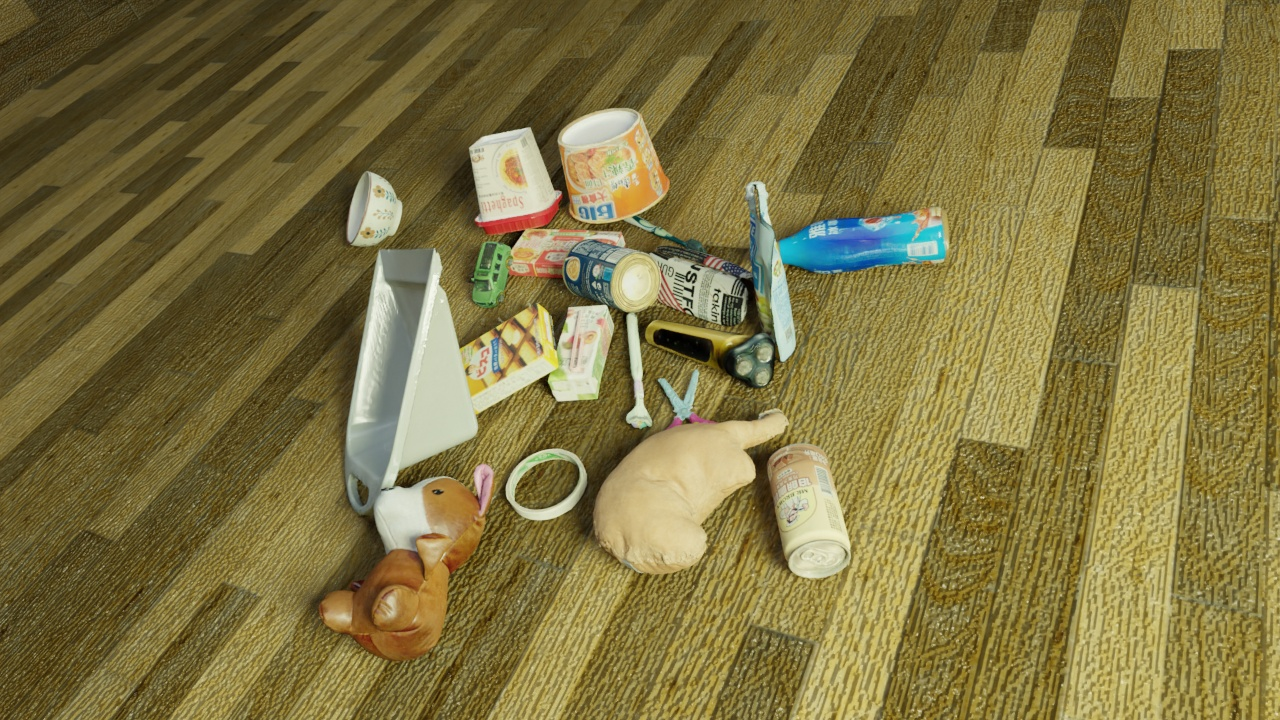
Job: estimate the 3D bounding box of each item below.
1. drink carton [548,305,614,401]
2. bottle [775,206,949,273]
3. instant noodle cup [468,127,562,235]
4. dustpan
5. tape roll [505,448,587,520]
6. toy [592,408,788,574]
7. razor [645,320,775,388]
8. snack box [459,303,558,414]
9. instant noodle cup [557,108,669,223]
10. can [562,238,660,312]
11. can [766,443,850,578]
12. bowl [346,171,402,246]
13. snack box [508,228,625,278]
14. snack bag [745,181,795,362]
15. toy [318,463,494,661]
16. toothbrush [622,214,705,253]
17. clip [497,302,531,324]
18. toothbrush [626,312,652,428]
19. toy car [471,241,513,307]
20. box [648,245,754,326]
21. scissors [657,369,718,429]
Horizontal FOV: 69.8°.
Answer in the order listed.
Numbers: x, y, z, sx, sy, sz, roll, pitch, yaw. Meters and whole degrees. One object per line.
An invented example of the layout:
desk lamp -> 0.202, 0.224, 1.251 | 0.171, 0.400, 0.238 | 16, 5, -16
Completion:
drink carton -> -0.069, -0.011, 1.080 | 0.053, 0.045, 0.122 | -3, 45, 15
bottle -> 0.249, -0.137, 1.085 | 0.219, 0.065, 0.065 | -5, 44, 17
instant noodle cup -> -0.182, -0.256, 1.302 | 0.116, 0.124, 0.116 | -7, 25, 12
dustpan -> -0.279, 0.024, 0.989 | 0.142, 0.258, 0.223 | -22, 16, -26
tape roll -> -0.099, 0.130, 0.967 | 0.086, 0.014, 0.085 | -10, 43, 10
toy -> 0.048, 0.108, 0.885 | 0.143, 0.082, 0.225 | 17, 52, 38
razor -> 0.074, -0.015, 1.030 | 0.168, 0.062, 0.067 | 17, 23, 39
snack box -> -0.163, 0.002, 1.074 | 0.141, 0.033, 0.086 | -30, 46, 20
instant noodle cup -> -0.044, -0.278, 1.290 | 0.151, 0.111, 0.151 | -12, 36, 8
can -> -0.035, -0.105, 1.128 | 0.075, 0.075, 0.111 | -40, 34, -22
can -> 0.152, 0.135, 0.838 | 0.058, 0.058, 0.116 | -12, 43, 7
bowl -> -0.401, -0.224, 1.396 | 0.062, 0.114, 0.113 | 13, 31, -31
snack box -> -0.103, -0.145, 1.247 | 0.153, 0.025, 0.075 | 6, 47, 25
snack bag -> 0.138, -0.096, 0.987 | 0.039, 0.191, 0.110 | -5, 44, 12
toy -> -0.220, 0.183, 0.885 | 0.140, 0.130, 0.199 | -13, 31, 36
toothbrush -> 0.021, -0.180, 1.246 | 0.016, 0.018, 0.192 | -39, 46, -21
clip -> -0.143, -0.037, 1.145 | 0.071, 0.035, 0.100 | -28, 38, -8
toothbrush -> -0.006, 0.006, 1.061 | 0.029, 0.020, 0.189 | 10, 40, -13
toy car -> -0.201, -0.116, 1.228 | 0.043, 0.036, 0.091 | 4, 79, 23
box -> 0.081, -0.101, 1.119 | 0.163, 0.076, 0.087 | 23, 34, 40
scissors -> 0.040, 0.063, 0.986 | 0.113, 0.017, 0.134 | -30, 44, -5
